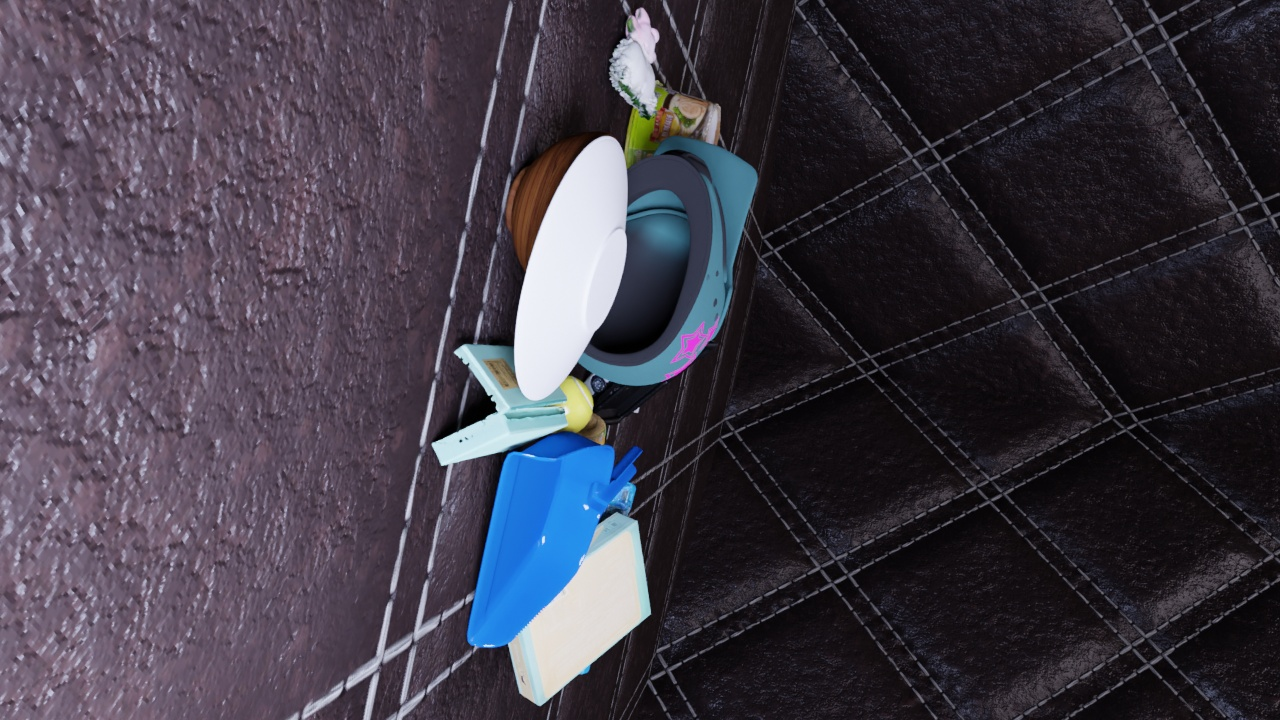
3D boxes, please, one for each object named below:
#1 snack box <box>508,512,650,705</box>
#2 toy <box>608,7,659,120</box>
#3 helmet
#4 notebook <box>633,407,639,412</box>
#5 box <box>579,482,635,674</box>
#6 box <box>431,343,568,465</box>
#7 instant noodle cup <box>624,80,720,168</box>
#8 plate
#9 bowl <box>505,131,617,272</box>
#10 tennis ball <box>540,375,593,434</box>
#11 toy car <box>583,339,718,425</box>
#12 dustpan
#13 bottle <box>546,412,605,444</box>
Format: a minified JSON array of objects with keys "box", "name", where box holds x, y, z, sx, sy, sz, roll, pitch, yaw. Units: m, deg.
[{"box":[-0.071,0.287,1.076,0.193,0.044,0.141,-30,122,-40],"name":"snack box"},{"box":[-0.005,-0.331,1.014,0.095,0.041,0.108,37,61,-63],"name":"toy"},{"box":[0.019,-0.107,0.978,0.275,0.176,0.200,-67,171,10],"name":"helmet"},{"box":[-0.004,-0.007,1.478,0.245,0.013,0.178,31,73,-79],"name":"notebook"},{"box":[-0.074,0.276,1.211,0.115,0.094,0.243,51,53,-72],"name":"box"},{"box":[-0.126,0.030,0.812,0.188,0.077,0.093,4,64,-79],"name":"box"},{"box":[0.044,-0.277,1.172,0.146,0.098,0.146,13,89,-79],"name":"instant noodle cup"},{"box":[-0.042,-0.071,0.772,0.229,0.030,0.229,19,89,-78],"name":"plate"},{"box":[-0.074,-0.130,0.789,0.147,0.069,0.147,19,89,-78],"name":"bowl"},{"box":[-0.083,0.047,0.972,0.065,0.065,0.065,14,89,-80],"name":"tennis ball"},{"box":[-0.007,0.007,1.143,0.192,0.071,0.094,-39,160,33],"name":"toy car"},{"box":[-0.074,0.149,0.976,0.256,0.059,0.246,-43,153,-58],"name":"dustpan"},{"box":[-0.084,0.163,1.093,0.068,0.068,0.210,-57,157,-62],"name":"bottle"}]
